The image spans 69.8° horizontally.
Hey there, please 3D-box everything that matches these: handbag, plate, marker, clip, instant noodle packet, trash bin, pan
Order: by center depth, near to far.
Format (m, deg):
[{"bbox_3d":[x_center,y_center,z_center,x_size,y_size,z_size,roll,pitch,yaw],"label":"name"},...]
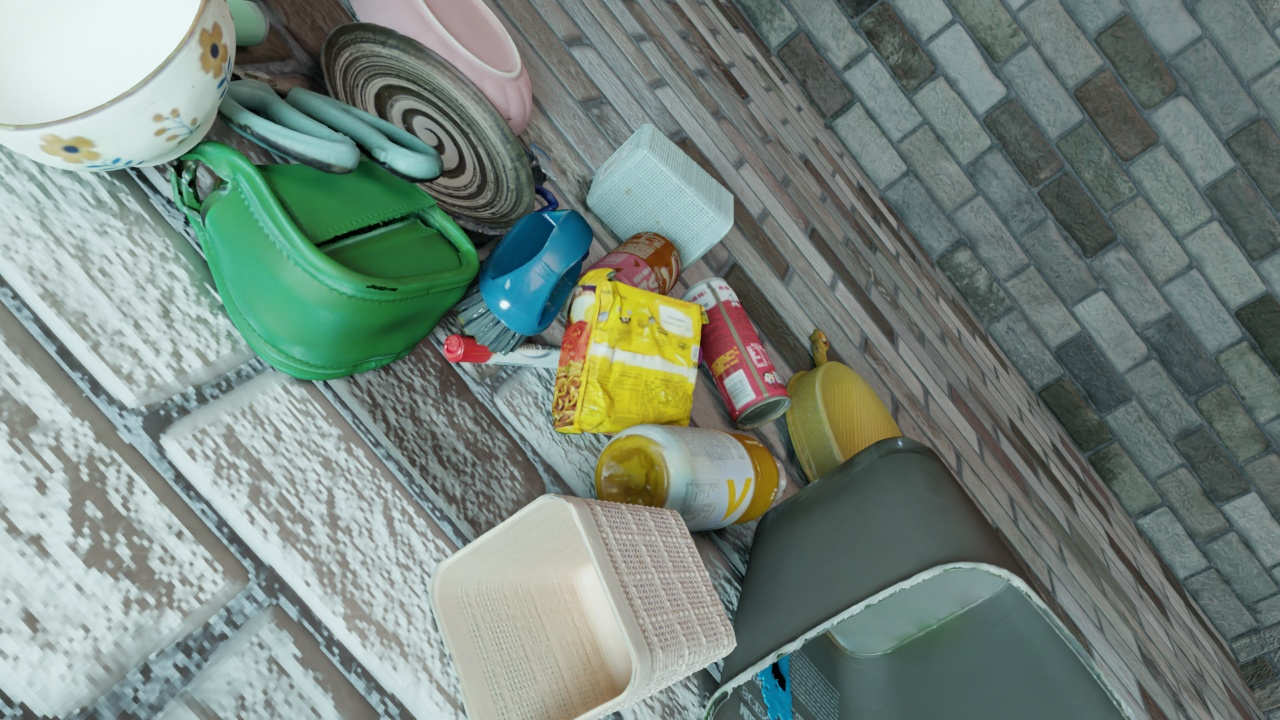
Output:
[{"bbox_3d":[-0.155,-0.057,0.463,0.120,0.068,0.131,48,25,9],"label":"handbag"},{"bbox_3d":[0.162,0.177,0.574,0.199,0.199,0.219,50,17,-11],"label":"trash bin"},{"bbox_3d":[-0.071,-0.004,0.589,0.145,0.017,0.017,5,53,-59],"label":"marker"},{"bbox_3d":[-0.004,0.004,0.620,0.128,0.044,0.110,16,85,-51],"label":"instant noodle packet"},{"bbox_3d":[-0.147,-0.157,0.640,0.179,0.024,0.179,36,32,-28],"label":"plate"},{"bbox_3d":[-0.157,-0.273,0.766,0.192,0.039,0.192,40,28,-27],"label":"plate"},{"bbox_3d":[-0.084,-0.163,0.774,0.025,0.032,0.057,39,25,-33],"label":"clip"},{"bbox_3d":[0.217,0.055,0.989,0.197,0.078,0.356,47,32,-21],"label":"pan"}]

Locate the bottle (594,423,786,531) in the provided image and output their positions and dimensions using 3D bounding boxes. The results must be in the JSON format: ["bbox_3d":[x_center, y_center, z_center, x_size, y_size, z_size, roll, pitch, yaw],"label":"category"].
[{"bbox_3d":[0.044,0.080,0.619,0.189,0.068,0.068,11,48,-57],"label":"bottle"}]

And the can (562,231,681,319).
[{"bbox_3d":[-0.011,-0.059,0.718,0.058,0.058,0.147,51,25,-5],"label":"can"}]

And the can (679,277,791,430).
[{"bbox_3d":[0.082,-0.007,0.820,0.053,0.053,0.132,15,44,-54],"label":"can"}]

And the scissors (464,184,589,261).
[{"bbox_3d":[-0.096,-0.103,0.684,0.172,0.012,0.132,16,45,-51],"label":"scissors"}]

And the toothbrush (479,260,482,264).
[{"bbox_3d":[-0.090,-0.059,0.633,0.180,0.018,0.015,2,58,-62],"label":"toothbrush"}]

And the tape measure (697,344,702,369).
[{"bbox_3d":[0.019,-0.007,0.727,0.057,0.039,0.057,46,30,-16],"label":"tape measure"}]

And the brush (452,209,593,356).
[{"bbox_3d":[-0.063,-0.059,0.573,0.055,0.074,0.143,46,24,-14],"label":"brush"}]

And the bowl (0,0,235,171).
[{"bbox_3d":[-0.223,-0.123,0.391,0.062,0.113,0.113,76,-8,-62],"label":"bowl"}]

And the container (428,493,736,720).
[{"bbox_3d":[-0.021,0.119,0.431,0.110,0.090,0.090,15,44,-57],"label":"container"}]

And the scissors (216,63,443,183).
[{"bbox_3d":[-0.177,-0.134,0.492,0.143,0.019,0.180,0,28,-47],"label":"scissors"}]

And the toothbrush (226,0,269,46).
[{"bbox_3d":[-0.266,-0.171,0.453,0.026,0.027,0.224,20,22,11],"label":"toothbrush"}]

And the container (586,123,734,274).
[{"bbox_3d":[0.017,-0.149,0.853,0.111,0.090,0.090,42,26,-18],"label":"container"}]
